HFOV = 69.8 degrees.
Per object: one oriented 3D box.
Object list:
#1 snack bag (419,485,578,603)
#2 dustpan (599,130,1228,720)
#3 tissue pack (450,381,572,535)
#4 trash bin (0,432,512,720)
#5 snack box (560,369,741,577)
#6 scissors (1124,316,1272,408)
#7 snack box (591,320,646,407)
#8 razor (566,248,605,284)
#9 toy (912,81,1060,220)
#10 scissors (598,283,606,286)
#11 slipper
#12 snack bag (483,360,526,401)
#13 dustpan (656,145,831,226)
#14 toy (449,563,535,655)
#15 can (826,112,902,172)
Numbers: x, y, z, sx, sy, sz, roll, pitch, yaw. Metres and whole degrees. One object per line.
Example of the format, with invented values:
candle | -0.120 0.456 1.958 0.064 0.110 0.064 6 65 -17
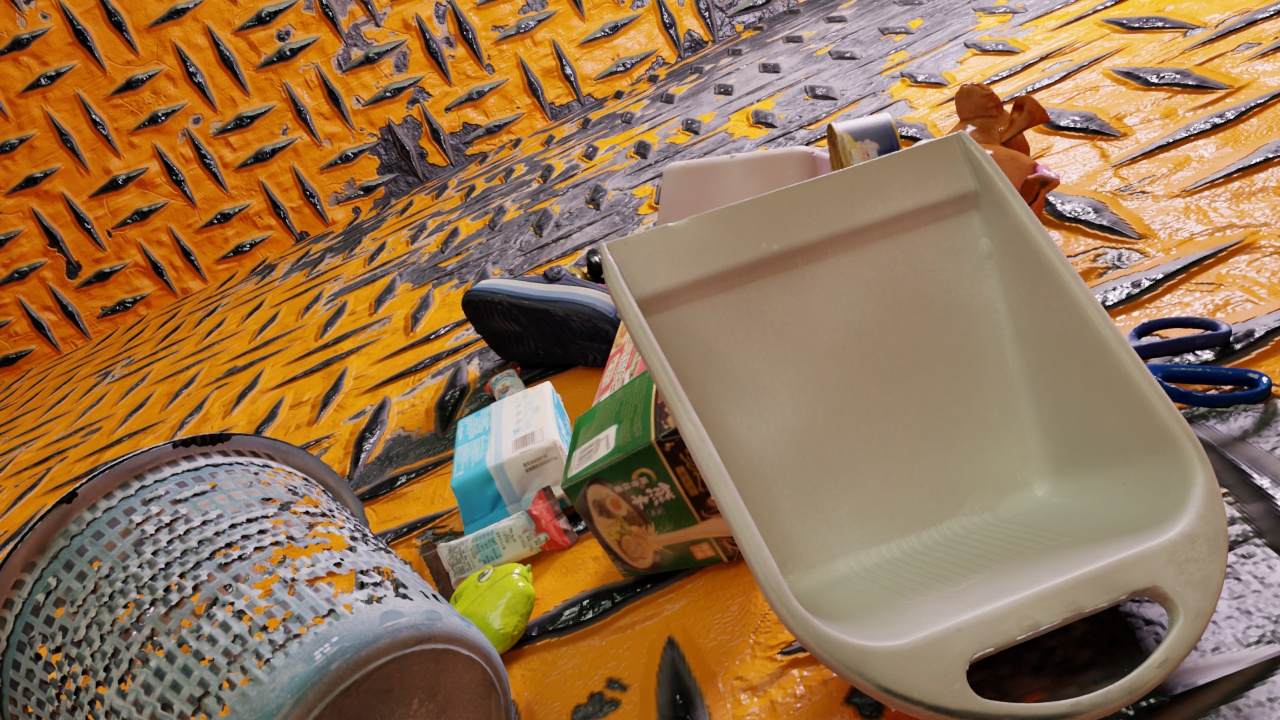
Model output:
snack bag | -0.099 0.129 0.642 0.104 0.048 0.026 -29 -10 3
dustpan | 0.129 0.019 0.418 0.222 0.257 0.143 -19 -3 -8
tissue pack | -0.096 0.078 0.716 0.090 0.063 0.140 -24 25 2
trash bin | -0.180 0.169 0.459 0.195 0.227 0.225 15 45 39
snack box | 0.015 0.064 0.567 0.106 0.117 0.118 -25 23 14
scissors | 0.262 0.005 0.519 0.166 0.012 0.155 -21 29 -16
snack box | -0.004 0.004 0.740 0.075 0.025 0.152 -42 23 46
razor | -0.097 -0.082 1.079 0.168 0.062 0.067 -20 55 28
toy | 0.269 -0.148 0.749 0.140 0.130 0.199 -56 14 38
scissors | -0.015 -0.071 0.891 0.054 0.017 0.133 -5 8 -4
slipper | -0.087 -0.054 0.933 0.253 0.105 0.095 5 45 48
snack bag | -0.128 0.032 0.898 0.045 0.026 0.105 -27 25 -9
dustpan | 0.124 -0.116 0.888 0.223 0.139 0.272 2 -2 45
toy | -0.102 0.168 0.574 0.100 0.031 0.097 -38 29 -17
can | 0.189 -0.124 0.741 0.049 0.148 0.074 -11 1 5
